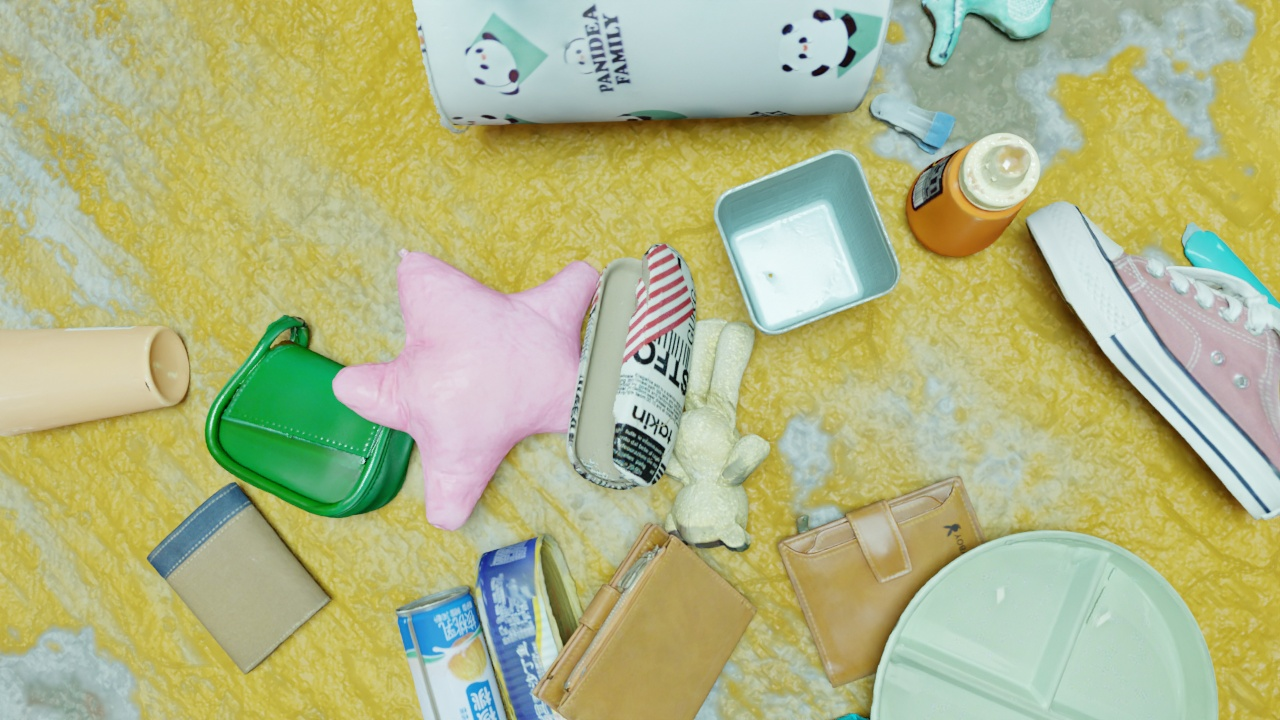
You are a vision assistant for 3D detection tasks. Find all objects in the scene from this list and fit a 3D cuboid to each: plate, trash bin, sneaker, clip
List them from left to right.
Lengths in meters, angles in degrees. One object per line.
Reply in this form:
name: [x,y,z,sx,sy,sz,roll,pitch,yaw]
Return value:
trash bin: [0.012,-0.248,0.552,0.252,0.229,0.229,3,89,0]
clip: [0.183,-0.163,0.624,0.058,0.038,0.026,27,93,5]
plate: [0.253,0.221,0.581,0.230,0.027,0.230,0,89,-6]
sneaker: [0.337,-0.014,0.560,0.088,0.118,0.241,-41,90,22]

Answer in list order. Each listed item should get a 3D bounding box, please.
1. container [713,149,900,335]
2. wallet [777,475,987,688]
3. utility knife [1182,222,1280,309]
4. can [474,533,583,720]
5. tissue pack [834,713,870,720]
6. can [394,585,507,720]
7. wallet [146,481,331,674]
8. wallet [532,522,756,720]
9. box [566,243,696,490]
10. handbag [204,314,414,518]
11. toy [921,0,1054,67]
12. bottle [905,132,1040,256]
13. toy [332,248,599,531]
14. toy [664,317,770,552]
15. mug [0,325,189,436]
container: [0.102,-0.067,0.583,0.090,0.111,0.090,-20,86,6]
wallet: [0.167,0.141,0.614,0.131,0.035,0.119,-22,92,5]
utility knife: [0.409,-0.027,0.597,0.029,0.013,0.157,-38,82,2]
can: [-0.065,0.194,0.617,0.049,0.074,0.148,-18,89,8]
tissue pack: [0.114,0.298,0.605,0.133,0.050,0.093,-21,85,5]
can: [-0.126,0.229,0.633,0.053,0.053,0.134,-17,87,6]
wallet: [-0.291,0.157,0.665,0.090,0.033,0.115,-42,86,7]
wallet: [0.007,0.186,0.590,0.108,0.031,0.131,44,67,-21]
box: [-0.008,0.006,0.607,0.082,0.075,0.163,-9,63,35]
handbag: [-0.223,0.044,0.646,0.131,0.068,0.120,25,84,8]
toy: [0.231,-0.241,0.615,0.092,0.030,0.096,17,98,11]
bottle: [0.203,-0.103,0.553,0.067,0.149,0.066,0,88,6]
toy: [-0.101,-0.003,0.614,0.194,0.075,0.178,-34,98,-19]
toy: [0.050,0.048,0.618,0.105,0.066,0.157,1,84,39]
mug: [-0.399,0.010,0.662,0.123,0.078,0.078,-7,88,1]
